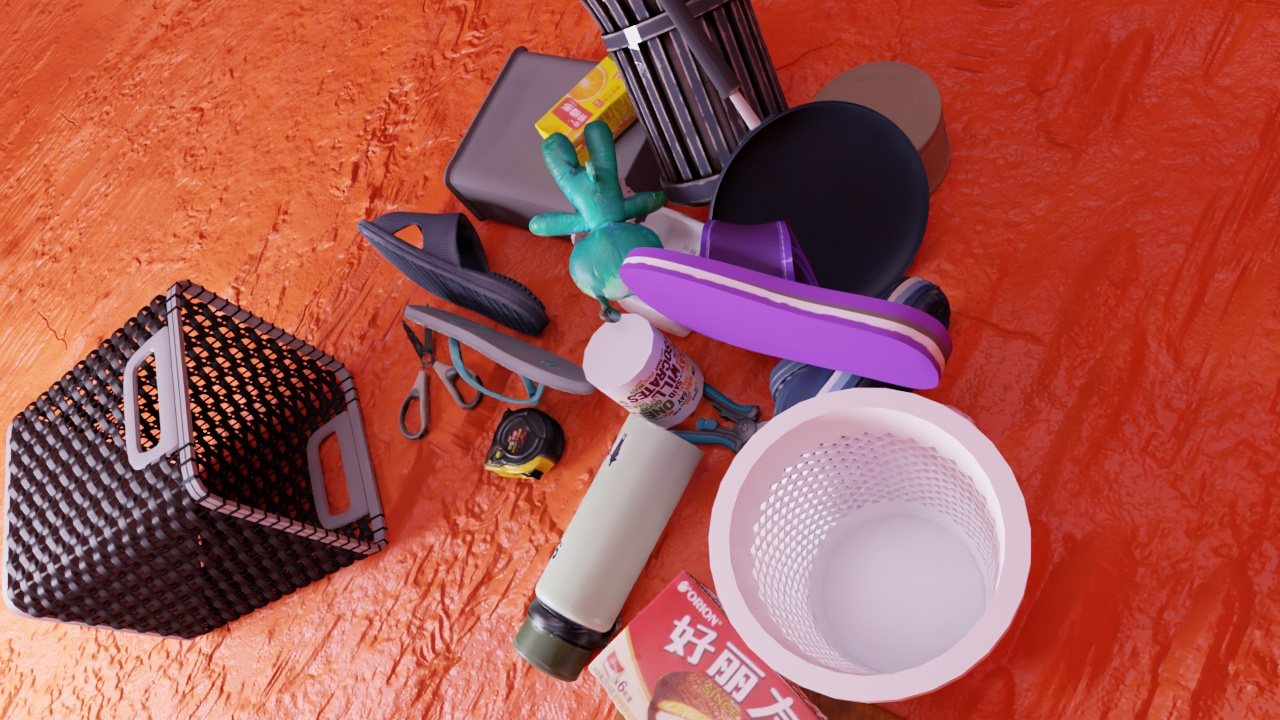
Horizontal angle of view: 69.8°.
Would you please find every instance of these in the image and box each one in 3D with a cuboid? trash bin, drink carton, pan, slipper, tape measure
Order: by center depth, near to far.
[{"bbox_3d":[0.172,0.147,0.650,0.196,0.199,0.195,-10,63,20],"label":"trash bin"},{"bbox_3d":[0.118,-0.060,0.717,0.267,0.107,0.084,17,72,33],"label":"slipper"},{"bbox_3d":[0.160,0.031,0.773,0.095,0.105,0.252,35,81,36],"label":"slipper"},{"bbox_3d":[0.110,-0.181,0.776,0.199,0.356,0.021,-37,24,7],"label":"pan"},{"bbox_3d":[0.047,-0.268,0.822,0.164,0.227,0.164,-21,23,10],"label":"trash bin"},{"bbox_3d":[-0.112,0.082,0.905,0.072,0.042,0.071,7,69,31],"label":"tape measure"},{"bbox_3d":[-0.036,-0.256,0.919,0.134,0.043,0.058,-44,57,-3],"label":"drink carton"},{"bbox_3d":[-0.145,0.001,0.940,0.269,0.098,0.055,24,102,39],"label":"slipper"},{"bbox_3d":[-0.072,-0.230,1.002,0.220,0.097,0.191,18,75,29],"label":"trash bin"},{"bbox_3d":[-0.193,-0.110,1.005,0.264,0.101,0.082,26,71,25],"label":"slipper"}]

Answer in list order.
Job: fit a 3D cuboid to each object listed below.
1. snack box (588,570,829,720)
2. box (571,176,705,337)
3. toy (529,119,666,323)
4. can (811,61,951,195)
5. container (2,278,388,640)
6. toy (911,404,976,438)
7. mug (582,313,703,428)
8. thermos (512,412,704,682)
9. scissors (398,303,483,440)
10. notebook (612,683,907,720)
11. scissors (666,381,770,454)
[{"bbox_3d":[0.076,0.284,0.693,0.113,0.060,0.236,-44,57,-3],"label":"snack box"},{"bbox_3d":[0.004,-0.113,0.888,0.128,0.137,0.108,29,78,31],"label":"box"},{"bbox_3d":[-0.031,-0.123,0.820,0.130,0.072,0.193,-19,83,-10],"label":"toy"},{"bbox_3d":[0.225,-0.210,0.871,0.128,0.073,0.127,-10,63,20],"label":"can"},{"bbox_3d":[-0.447,0.117,0.921,0.244,0.245,0.247,-31,58,12],"label":"container"},{"bbox_3d":[0.232,0.058,0.724,0.064,0.110,0.047,-13,84,19],"label":"toy"},{"bbox_3d":[-0.005,0.005,0.848,0.073,0.089,0.105,-53,46,-2],"label":"mug"},{"bbox_3d":[-0.028,0.166,0.803,0.082,0.082,0.231,25,83,31],"label":"thermos"},{"bbox_3d":[-0.226,0.013,1.005,0.162,0.012,0.158,9,69,27],"label":"scissors"},{"bbox_3d":[0.088,0.325,0.715,0.249,0.014,0.178,17,74,30],"label":"notebook"},{"bbox_3d":[0.070,0.053,0.848,0.157,0.019,0.124,-21,59,15],"label":"scissors"}]
